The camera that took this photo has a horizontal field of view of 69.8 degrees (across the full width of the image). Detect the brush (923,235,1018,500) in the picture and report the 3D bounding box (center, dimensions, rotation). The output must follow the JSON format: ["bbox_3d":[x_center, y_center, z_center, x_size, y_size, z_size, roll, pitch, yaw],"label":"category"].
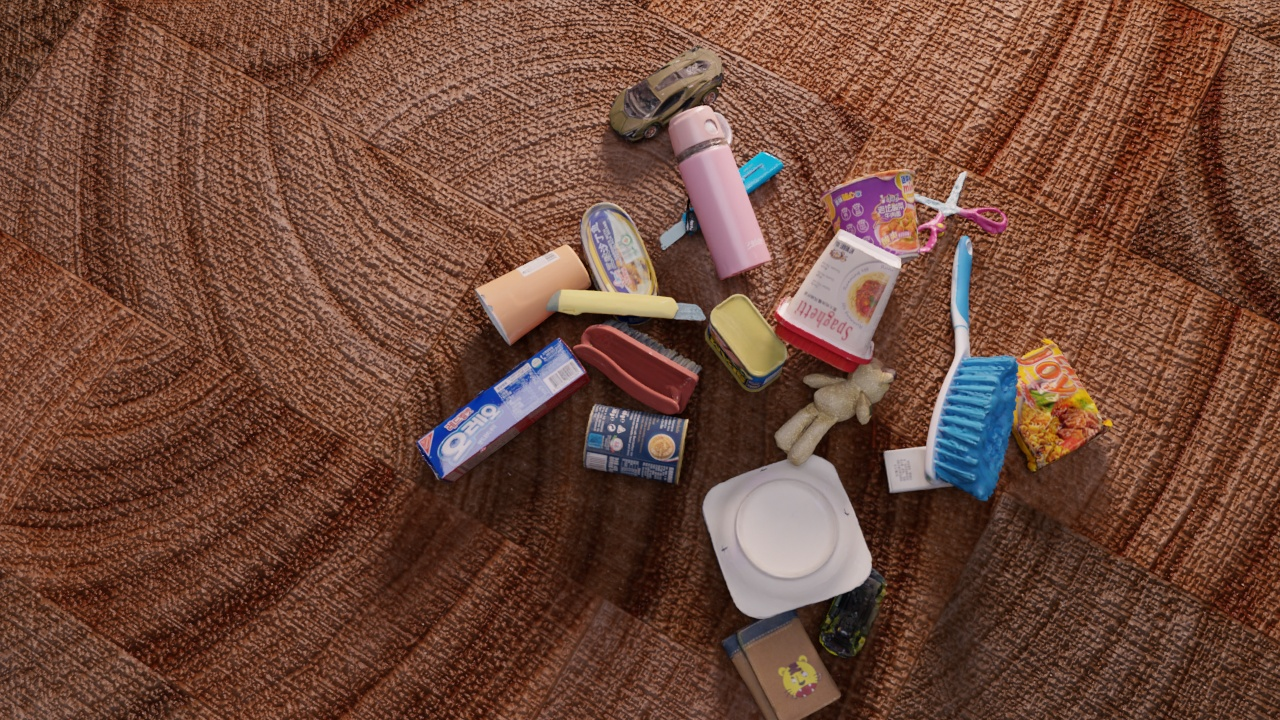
[{"bbox_3d":[0.373,-0.003,1.031,0.060,0.110,0.314,26,76,-34],"label":"brush"}]

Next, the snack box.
[{"bbox_3d":[-0.158,0.059,1.066,0.207,0.058,0.057,-37,79,-5],"label":"snack box"}]

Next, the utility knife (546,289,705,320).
[{"bbox_3d":[-0.016,-0.063,1.053,0.183,0.019,0.031,4,83,8],"label":"utility knife"}]

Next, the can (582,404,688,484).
[{"bbox_3d":[-0.006,0.094,1.042,0.111,0.075,0.075,10,79,5],"label":"can"}]

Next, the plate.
[{"bbox_3d":[0.161,0.190,1.019,0.163,0.034,0.164,-19,66,-2],"label":"plate"}]

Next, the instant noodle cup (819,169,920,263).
[{"bbox_3d":[0.273,-0.158,1.070,0.111,0.111,0.099,-11,86,0],"label":"instant noodle cup"}]

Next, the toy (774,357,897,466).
[{"bbox_3d":[0.222,0.057,1.048,0.157,0.066,0.105,-41,34,-6],"label":"toy"}]

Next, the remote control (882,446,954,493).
[{"bbox_3d":[0.342,0.120,1.046,0.125,0.024,0.049,-7,77,2],"label":"remote control"}]

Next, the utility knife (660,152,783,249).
[{"bbox_3d":[0.095,-0.195,1.127,0.182,0.018,0.034,-38,80,-4],"label":"utility knife"}]

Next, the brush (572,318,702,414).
[{"bbox_3d":[-0.006,0.006,1.059,0.146,0.063,0.069,31,44,10],"label":"brush"}]

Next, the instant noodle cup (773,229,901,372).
[{"bbox_3d":[0.223,-0.069,1.010,0.116,0.116,0.124,29,111,7],"label":"instant noodle cup"}]

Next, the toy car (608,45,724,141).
[{"bbox_3d":[0.032,-0.331,1.143,0.158,0.042,0.070,-34,67,-2],"label":"toy car"}]

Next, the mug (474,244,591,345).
[{"bbox_3d":[-0.125,-0.083,1.088,0.122,0.078,0.078,-33,79,-9],"label":"mug"}]

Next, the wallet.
[{"bbox_3d":[0.154,0.337,1.007,0.090,0.033,0.115,-28,82,-4],"label":"wallet"}]

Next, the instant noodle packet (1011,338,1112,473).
[{"bbox_3d":[0.461,0.047,1.046,0.110,0.044,0.128,-26,78,-7],"label":"instant noodle packet"}]

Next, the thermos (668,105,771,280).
[{"bbox_3d":[0.098,-0.201,1.090,0.087,0.067,0.198,-19,88,-38],"label":"thermos"}]

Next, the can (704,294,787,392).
[{"bbox_3d":[0.121,-0.020,1.055,0.057,0.083,0.102,-36,79,-5],"label":"can"}]

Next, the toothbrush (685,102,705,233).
[{"bbox_3d":[0.072,-0.241,1.131,0.017,0.014,0.188,6,72,7],"label":"toothbrush"}]

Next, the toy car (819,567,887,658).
[{"bbox_3d":[0.234,0.276,1.015,0.048,0.032,0.105,28,69,8],"label":"toy car"}]

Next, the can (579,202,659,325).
[{"bbox_3d":[-0.025,-0.116,1.100,0.074,0.049,0.148,-22,78,-2],"label":"can"}]

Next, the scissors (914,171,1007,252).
[{"bbox_3d":[0.372,-0.177,1.102,0.134,0.017,0.133,22,68,19],"label":"scissors"}]
